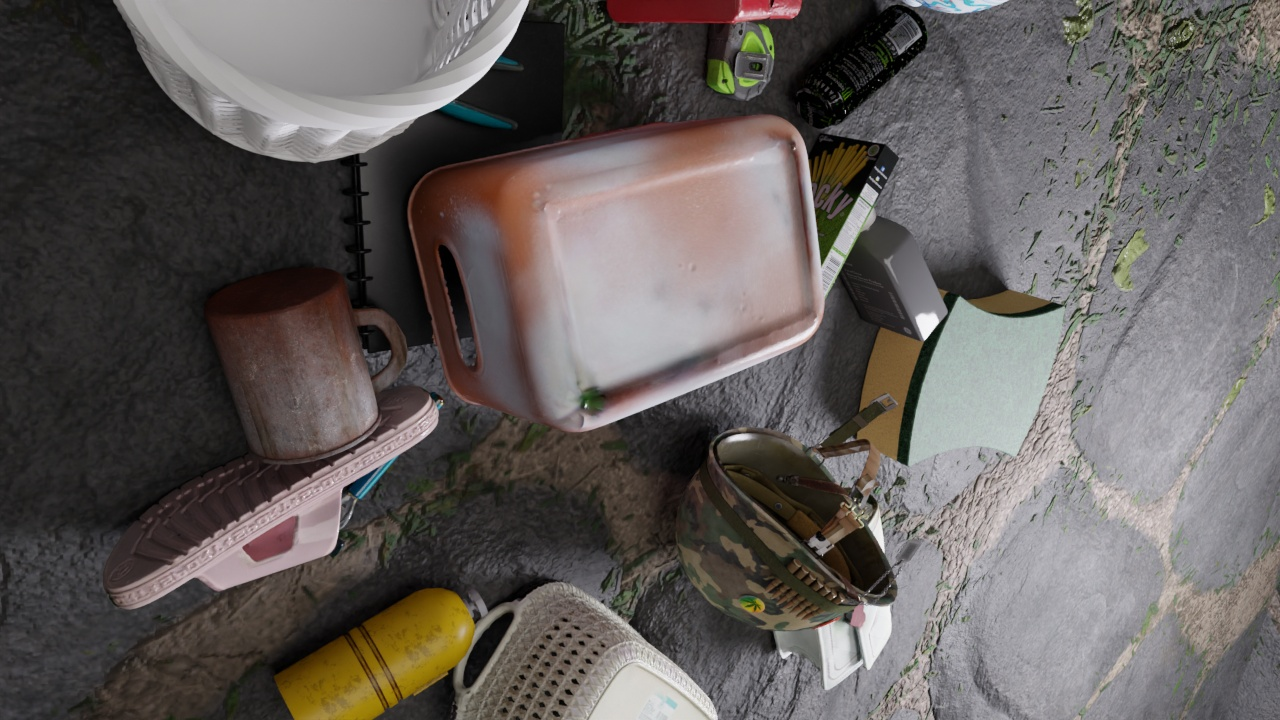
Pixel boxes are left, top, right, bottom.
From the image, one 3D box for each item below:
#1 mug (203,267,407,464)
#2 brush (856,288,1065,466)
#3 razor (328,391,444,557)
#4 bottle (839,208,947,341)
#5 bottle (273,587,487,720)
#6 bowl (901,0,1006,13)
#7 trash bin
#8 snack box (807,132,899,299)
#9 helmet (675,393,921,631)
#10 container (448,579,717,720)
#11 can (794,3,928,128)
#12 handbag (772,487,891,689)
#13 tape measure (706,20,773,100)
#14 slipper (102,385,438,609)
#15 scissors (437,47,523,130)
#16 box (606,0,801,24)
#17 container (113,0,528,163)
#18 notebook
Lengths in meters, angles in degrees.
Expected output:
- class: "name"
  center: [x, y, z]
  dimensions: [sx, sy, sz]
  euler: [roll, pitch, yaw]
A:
- class: "mug"
  center: [-0.215, -0.004, 0.614]
  dimensions: [0.122, 0.096, 0.110]
  euler: [-27, 127, -35]
- class: "brush"
  center: [0.375, 0.014, 1.071]
  dimensions: [0.249, 0.075, 0.195]
  euler: [1, 108, -37]
- class: "razor"
  center: [-0.202, 0.082, 0.706]
  dimensions: [0.042, 0.022, 0.143]
  euler: [40, 76, -4]
- class: "bottle"
  center: [0.237, -0.099, 0.916]
  dimensions: [0.046, 0.084, 0.174]
  euler: [-47, 128, -11]
- class: "bottle"
  center: [-0.200, 0.239, 0.739]
  dimensions: [0.163, 0.071, 0.071]
  euler: [-28, 123, -25]
- class: "bowl"
  center: [0.261, -0.363, 0.812]
  dimensions: [0.143, 0.074, 0.143]
  euler: [12, 69, -32]
- class: "trash bin"
  center: [-0.009, -0.070, 0.657]
  dimensions: [0.259, 0.157, 0.182]
  euler: [-19, 109, -30]
- class: "snack box"
  center: [0.168, -0.134, 0.850]
  dimensions: [0.025, 0.080, 0.147]
  euler: [26, 92, -41]
- class: "helmet"
  center: [0.155, 0.151, 0.873]
  dimensions: [0.224, 0.192, 0.237]
  euler: [26, 114, 1]
- class: "container"
  center: [-0.042, 0.328, 0.847]
  dimensions: [0.251, 0.143, 0.184]
  euler: [49, 63, -39]
- class: "can"
  center: [0.202, -0.268, 0.836]
  dimensions: [0.137, 0.054, 0.054]
  euler: [-42, 128, -16]
- class: "handbag"
  center: [0.224, 0.261, 1.050]
  dimensions: [0.141, 0.096, 0.199]
  euler: [-30, 122, -25]
- class: "tape measure"
  center: [0.086, -0.252, 0.768]
  dimensions: [0.058, 0.036, 0.066]
  euler: [-10, 114, -34]
- class: "slipper"
  center: [-0.242, 0.098, 0.635]
  dimensions: [0.238, 0.094, 0.064]
  euler: [-33, 121, -29]
- class: "scissors"
  center: [-0.139, -0.186, 0.611]
  dimensions: [0.130, 0.019, 0.151]
  euler: [-47, 124, -21]
- class: "box"
  center: [0.044, -0.322, 0.647]
  dimensions: [0.117, 0.136, 0.157]
  euler: [-15, 116, -33]
- class: "container"
  center: [-0.170, -0.203, 0.468]
  dimensions: [0.189, 0.187, 0.189]
  euler: [-3, 97, -24]
- class: "notebook"
  center: [-0.133, -0.127, 0.669]
  dimensions: [0.168, 0.019, 0.232]
  euler: [-11, 115, -34]
